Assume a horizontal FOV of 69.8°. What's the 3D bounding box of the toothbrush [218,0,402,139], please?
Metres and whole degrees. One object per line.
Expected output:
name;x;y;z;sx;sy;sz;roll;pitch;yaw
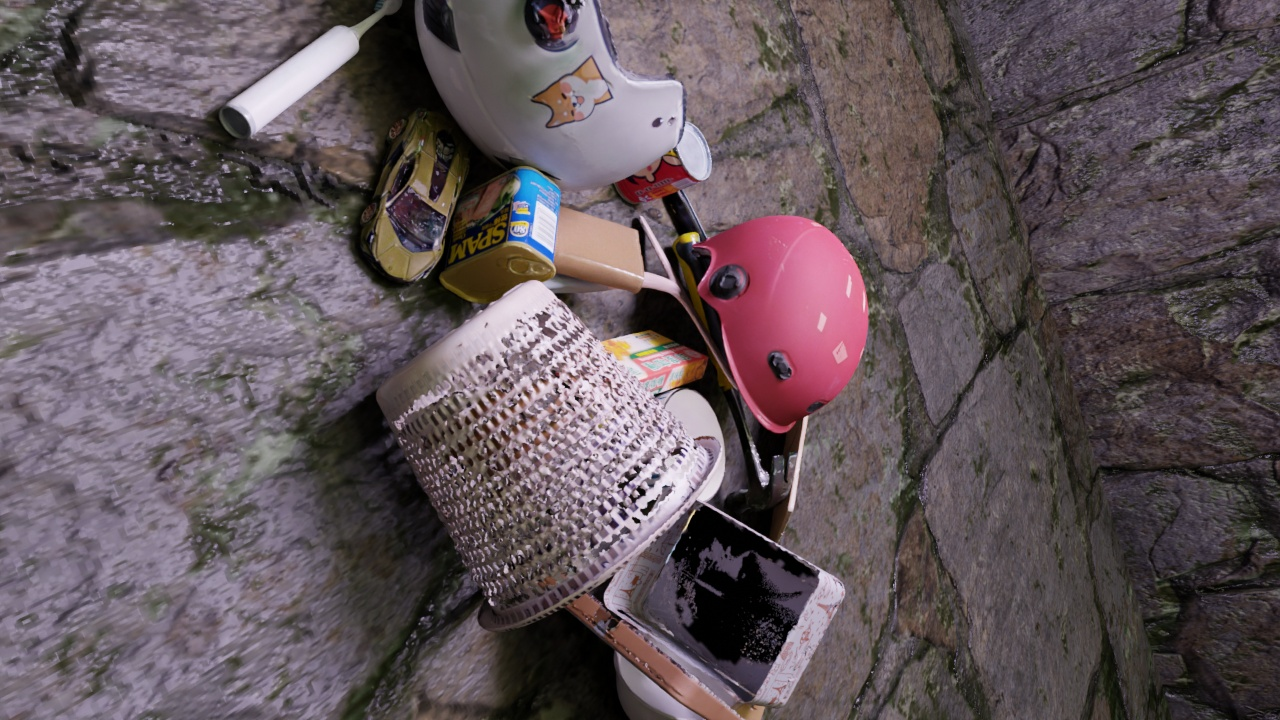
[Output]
toothbrush;-0.245;-0.237;0.711;0.220;0.026;0.027;-63;153;-42

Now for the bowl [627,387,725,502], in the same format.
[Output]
bowl;0.029;0.090;0.931;0.116;0.066;0.116;20;64;-49

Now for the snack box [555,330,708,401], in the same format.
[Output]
snack box;-0.005;0.005;0.907;0.155;0.077;0.027;-16;126;-54

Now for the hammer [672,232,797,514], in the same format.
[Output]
hammer;0.097;0.010;1.030;0.031;0.126;0.323;-11;80;-27

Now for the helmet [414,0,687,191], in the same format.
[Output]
helmet;-0.097;-0.251;0.789;0.274;0.157;0.230;43;4;-28

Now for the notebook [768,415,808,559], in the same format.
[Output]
notebook;0.179;0.122;1.093;0.148;0.008;0.207;97;8;-54

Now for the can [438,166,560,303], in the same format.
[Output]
can;-0.117;-0.105;0.775;0.057;0.102;0.083;32;51;-43

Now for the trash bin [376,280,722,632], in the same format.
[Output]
trash bin;-0.083;0.056;0.692;0.192;0.228;0.226;54;39;-7

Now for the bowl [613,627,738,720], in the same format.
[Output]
bowl;0.024;0.308;0.838;0.118;0.118;0.065;-12;126;-54

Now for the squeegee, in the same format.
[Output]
squeegee;-0.030;-0.073;0.891;0.249;0.040;0.247;0;52;-40

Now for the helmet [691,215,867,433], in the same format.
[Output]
helmet;0.164;-0.053;0.962;0.207;0.144;0.239;43;30;-38

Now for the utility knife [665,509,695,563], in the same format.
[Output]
utility knife;0.054;0.141;0.987;0.031;0.021;0.206;45;39;-30

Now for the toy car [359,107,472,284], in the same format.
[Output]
toy car;-0.181;-0.135;0.752;0.070;0.042;0.157;35;55;-41

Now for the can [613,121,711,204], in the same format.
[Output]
can;0.021;-0.213;1.001;0.066;0.094;0.066;22;61;-47

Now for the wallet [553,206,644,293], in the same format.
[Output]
wallet;-0.055;-0.108;0.860;0.115;0.033;0.090;12;40;-20

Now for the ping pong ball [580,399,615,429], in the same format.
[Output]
ping pong ball;-0.037;0.046;0.879;0.040;0.040;0.040;22;61;-48

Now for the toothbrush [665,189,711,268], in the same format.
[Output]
toothbrush;0.045;-0.188;1.084;0.027;0.026;0.213;-41;111;-37

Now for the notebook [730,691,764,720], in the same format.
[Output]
notebook;0.050;0.398;0.808;0.149;0.012;0.212;-11;120;-53

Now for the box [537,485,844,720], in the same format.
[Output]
box;0.036;0.197;0.770;0.157;0.183;0.193;-60;144;-7
